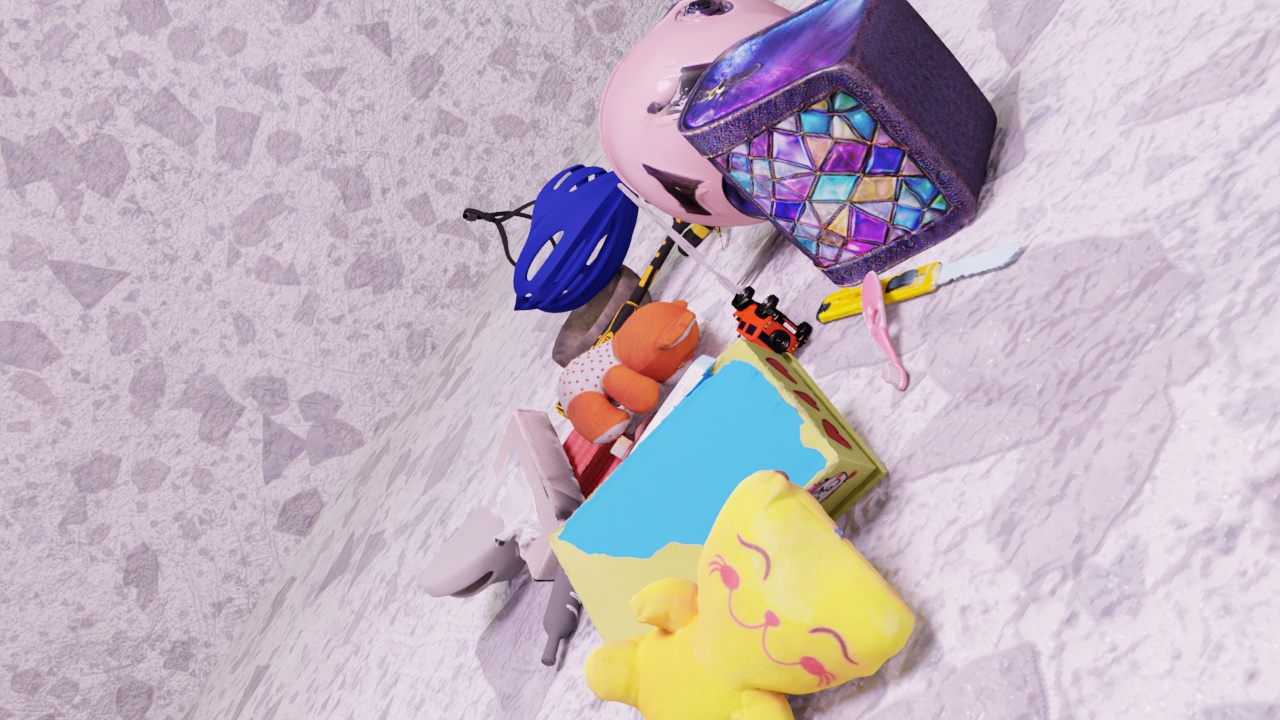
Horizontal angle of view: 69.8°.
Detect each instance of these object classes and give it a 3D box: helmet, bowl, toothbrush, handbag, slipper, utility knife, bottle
[{"bbox_3d":[-0.121,-0.180,1.208,0.242,0.228,0.147,-60,-18,19],"label":"helmet"},{"bbox_3d":[-0.045,-0.046,1.239,0.162,0.070,0.162,-47,19,22],"label":"bowl"},{"bbox_3d":[-0.002,0.070,0.918,0.015,0.016,0.184,-60,-5,13],"label":"toothbrush"},{"bbox_3d":[0.154,-0.178,0.770,0.223,0.205,0.125,-20,38,50],"label":"handbag"},{"bbox_3d":[-0.155,0.207,1.083,0.113,0.080,0.265,-22,16,23],"label":"slipper"},{"bbox_3d":[0.093,-0.230,0.910,0.152,0.255,0.230,-114,24,-54],"label":"helmet"},{"bbox_3d":[0.182,-0.027,0.695,0.022,0.016,0.134,-56,21,37],"label":"toothbrush"},{"bbox_3d":[0.042,-0.128,0.986,0.010,0.181,0.010,-49,15,2],"label":"toothbrush"},{"bbox_3d":[-0.063,0.107,1.033,0.103,0.059,0.249,-56,17,-6],"label":"slipper"},{"bbox_3d":[0.209,-0.060,0.721,0.219,0.019,0.030,-14,53,59],"label":"utility knife"},{"bbox_3d":[-0.074,0.237,0.870,0.030,0.030,0.112,-40,23,37],"label":"bottle"}]

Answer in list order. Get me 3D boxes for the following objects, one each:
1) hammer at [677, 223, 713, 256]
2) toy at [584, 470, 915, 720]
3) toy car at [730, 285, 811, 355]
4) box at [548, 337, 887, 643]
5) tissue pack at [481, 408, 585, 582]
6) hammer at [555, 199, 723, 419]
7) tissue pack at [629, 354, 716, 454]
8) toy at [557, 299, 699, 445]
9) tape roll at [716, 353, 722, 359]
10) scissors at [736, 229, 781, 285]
[{"bbox_3d":[0.155,-0.252,1.177,0.325,0.034,0.169,-46,21,29],"label":"hammer"},{"bbox_3d":[0.066,0.171,0.549,0.194,0.134,0.087,-53,-26,21],"label":"toy"},{"bbox_3d":[0.114,-0.032,0.843,0.049,0.051,0.100,-52,18,1],"label":"toy car"},{"bbox_3d":[0.049,0.103,0.648,0.221,0.082,0.124,-48,55,16],"label":"box"},{"bbox_3d":[-0.117,0.144,0.977,0.104,0.071,0.181,-63,38,28],"label":"tissue pack"},{"bbox_3d":[-0.009,-0.066,1.133,0.320,0.123,0.036,-60,-14,-9],"label":"hammer"},{"bbox_3d":[0.044,0.085,0.787,0.182,0.070,0.112,-56,18,3],"label":"tissue pack"},{"bbox_3d":[-0.006,0.006,0.985,0.172,0.093,0.163,-40,15,7],"label":"toy"},{"bbox_3d":[0.081,0.024,0.889,0.093,0.013,0.093,-48,19,21],"label":"tape roll"},{"bbox_3d":[0.171,-0.175,1.011,0.228,0.016,0.134,-51,19,10],"label":"scissors"}]
